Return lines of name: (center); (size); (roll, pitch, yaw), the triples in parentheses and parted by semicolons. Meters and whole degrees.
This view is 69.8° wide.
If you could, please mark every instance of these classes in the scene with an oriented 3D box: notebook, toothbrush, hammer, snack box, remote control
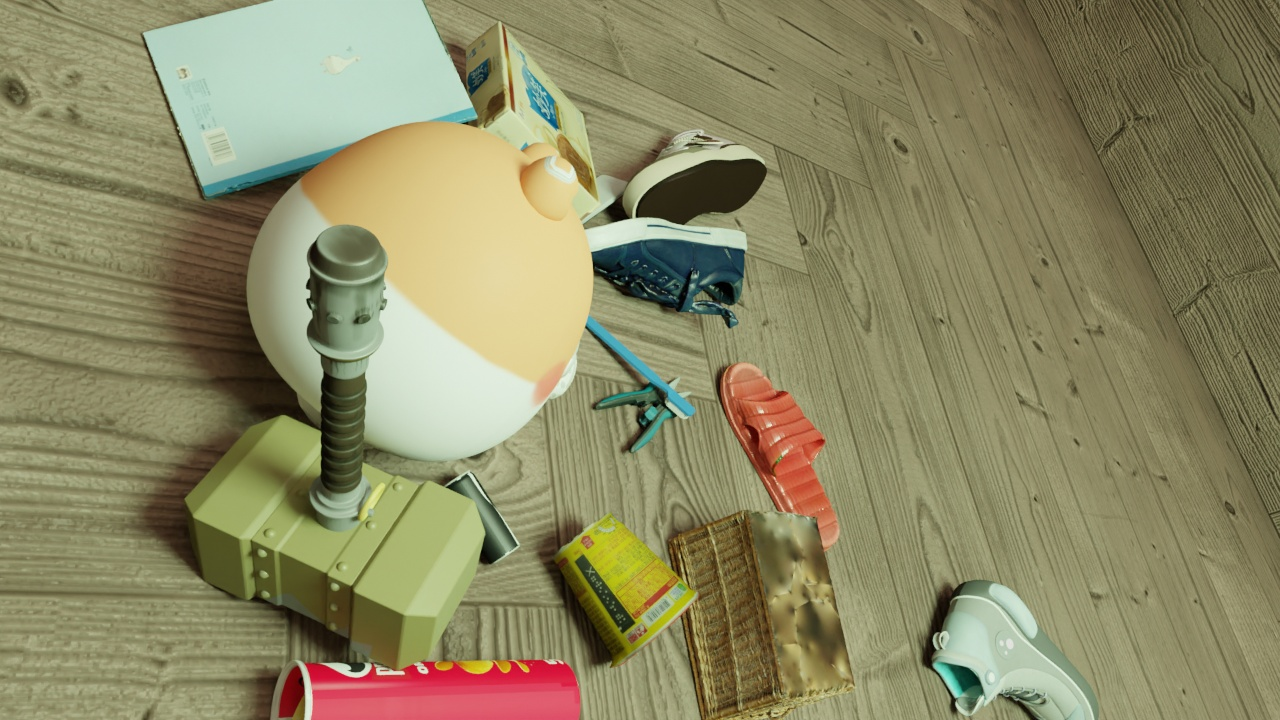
notebook: (-0.303, -0.262, 0.848); (0.253, 0.009, 0.181); (-21, 76, -16)
toothbrush: (-0.006, 0.006, 1.016); (0.166, 0.014, 0.016); (41, 36, 4)
hammer: (-0.188, 0.049, 0.576); (0.190, 0.326, 0.100); (24, 45, 3)
snack box: (-0.119, -0.258, 1.004); (0.153, 0.055, 0.207); (43, 23, -38)
remote control: (-0.062, -0.189, 1.095); (0.045, 0.008, 0.146); (22, 38, 19)

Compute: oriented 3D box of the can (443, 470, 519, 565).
can: (-0.141, 0.138, 0.807); (0.031, 0.032, 0.080); (-30, 86, -48)

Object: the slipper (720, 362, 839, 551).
slipper: (0.180, 0.107, 1.098); (0.103, 0.059, 0.248); (-16, 76, -46)

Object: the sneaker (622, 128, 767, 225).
sneaker: (0.053, -0.252, 1.193); (0.116, 0.112, 0.292); (42, 37, 17)

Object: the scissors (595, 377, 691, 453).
scissors: (0.005, 0.053, 1.005); (0.119, 0.019, 0.151); (30, 42, -20)

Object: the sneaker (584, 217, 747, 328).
sneaker: (0.025, -0.098, 1.078); (0.293, 0.121, 0.127); (0, 86, -45)

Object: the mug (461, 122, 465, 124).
mug: (-0.207, -0.224, 0.918); (0.085, 0.122, 0.094); (5, 62, -35)

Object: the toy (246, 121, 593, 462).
toy: (-0.158, -0.059, 0.733); (0.265, 0.281, 0.262); (41, 7, -20)

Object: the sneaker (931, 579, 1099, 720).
sneaker: (0.460, 0.410, 1.139); (0.256, 0.093, 0.160); (52, 50, -4)

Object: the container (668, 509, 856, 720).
container: (0.120, 0.250, 0.908); (0.113, 0.113, 0.198); (10, 58, -38)

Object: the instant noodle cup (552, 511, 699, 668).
instant noodle cup: (-0.018, 0.201, 0.837); (0.112, 0.101, 0.100); (50, 41, 10)

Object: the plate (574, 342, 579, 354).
plate: (-0.102, -0.041, 0.965); (0.104, 0.026, 0.104); (22, 51, -31)

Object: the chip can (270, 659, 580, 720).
chip can: (-0.153, 0.260, 0.687); (0.220, 0.069, 0.069); (13, 55, -36)
